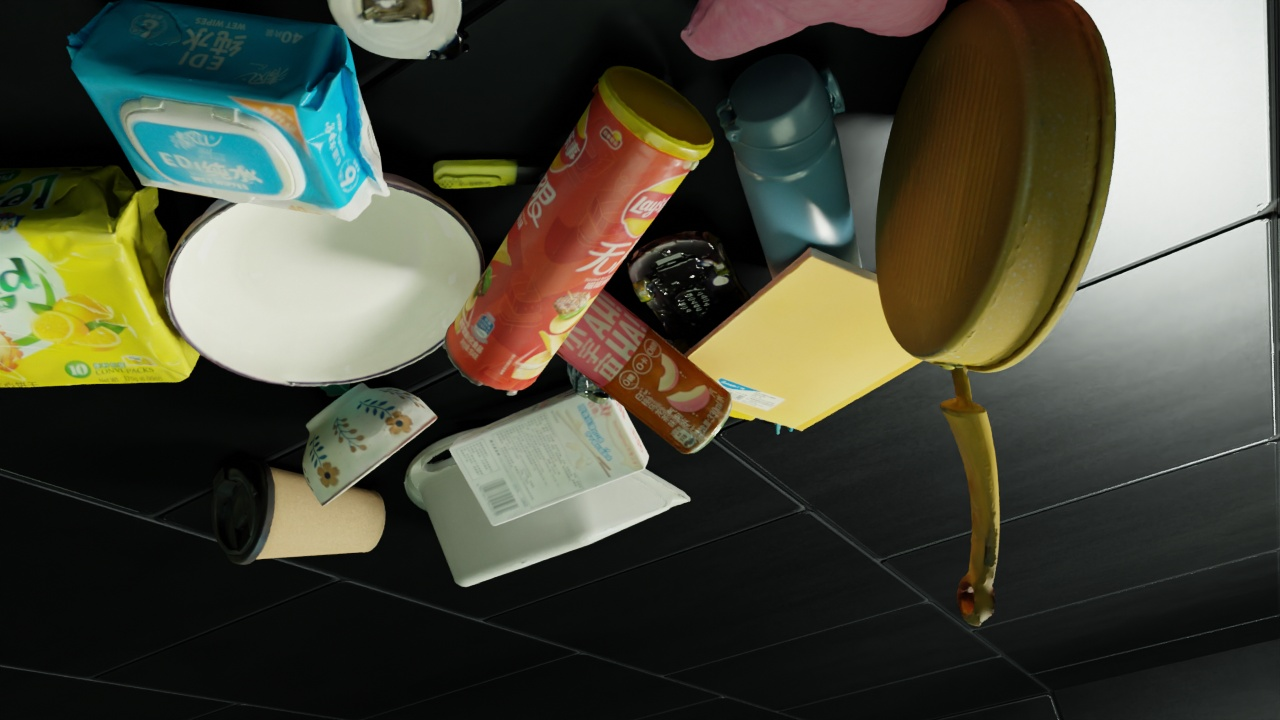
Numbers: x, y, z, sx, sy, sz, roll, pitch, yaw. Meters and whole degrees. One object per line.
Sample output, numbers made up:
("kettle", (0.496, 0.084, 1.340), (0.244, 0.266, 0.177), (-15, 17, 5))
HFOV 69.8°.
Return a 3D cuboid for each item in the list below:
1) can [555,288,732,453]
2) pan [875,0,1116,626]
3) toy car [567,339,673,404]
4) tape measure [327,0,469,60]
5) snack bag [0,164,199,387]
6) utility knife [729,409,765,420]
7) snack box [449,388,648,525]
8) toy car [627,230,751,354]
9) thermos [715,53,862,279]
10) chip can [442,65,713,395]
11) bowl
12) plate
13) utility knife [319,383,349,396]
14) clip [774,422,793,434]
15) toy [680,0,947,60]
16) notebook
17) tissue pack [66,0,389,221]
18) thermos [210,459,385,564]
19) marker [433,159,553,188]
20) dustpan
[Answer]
("can", (-0.004, 0.004, 0.667), (0.147, 0.057, 0.058), (39, 132, -10))
("pan", (0.188, -0.015, 0.514), (0.078, 0.197, 0.358), (5, 104, -5))
("toy car", (0.000, 0.005, 0.744), (0.120, 0.036, 0.054), (3, 127, -27))
("tape measure", (-0.117, -0.180, 0.443), (0.066, 0.033, 0.066), (-2, 145, -9))
("snack bag", (-0.399, -0.049, 0.550), (0.246, 0.068, 0.158), (-2, 147, -9))
("utility knife", (0.053, 0.033, 0.821), (0.173, 0.015, 0.033), (14, 140, -30))
("snack box", (-0.080, 0.081, 0.803), (0.157, 0.026, 0.085), (-23, 104, 15))
("toy car", (0.042, -0.049, 0.669), (0.070, 0.042, 0.158), (-17, 149, 14))
("thermos", (0.105, -0.097, 0.589), (0.070, 0.070, 0.220), (-15, 146, 10))
("chip can", (-0.045, -0.072, 0.560), (0.073, 0.073, 0.217), (15, 132, -31))
("bowl", (-0.228, 0.059, 0.739), (0.114, 0.113, 0.062), (-35, 97, 35))
("plate", (-0.199, -0.056, 0.588), (0.192, 0.039, 0.193), (-15, 146, -10))
("utility knife", (-0.234, -0.013, 0.691), (0.029, 0.013, 0.161), (4, 146, -13))
("clip", (0.137, 0.053, 0.872), (0.046, 0.014, 0.057), (-9, 148, -2))
("toy", (0.102, -0.199, 0.430), (0.195, 0.074, 0.178), (-20, 156, 23))
("notebook", (0.121, -0.005, 0.672), (0.145, 0.010, 0.207), (18, 148, -21))
("tissue pack", (-0.200, -0.122, 0.459), (0.140, 0.063, 0.090), (10, 150, 3))
("thermos", (-0.316, 0.143, 0.851), (0.143, 0.093, 0.093), (14, 142, -45))
("marker", (-0.065, -0.116, 0.569), (0.124, 0.015, 0.018), (-3, 150, -11))
("dustpan", (-0.107, 0.132, 0.944), (0.223, 0.142, 0.257), (-23, 174, 21))
